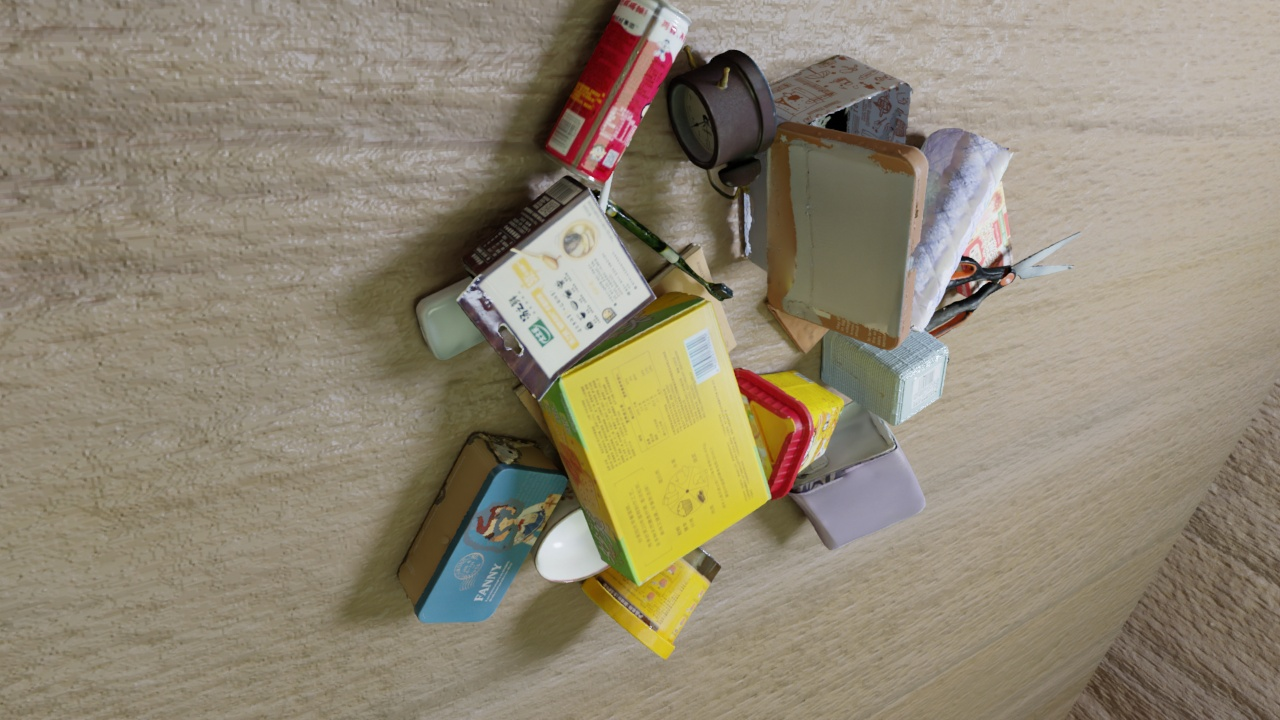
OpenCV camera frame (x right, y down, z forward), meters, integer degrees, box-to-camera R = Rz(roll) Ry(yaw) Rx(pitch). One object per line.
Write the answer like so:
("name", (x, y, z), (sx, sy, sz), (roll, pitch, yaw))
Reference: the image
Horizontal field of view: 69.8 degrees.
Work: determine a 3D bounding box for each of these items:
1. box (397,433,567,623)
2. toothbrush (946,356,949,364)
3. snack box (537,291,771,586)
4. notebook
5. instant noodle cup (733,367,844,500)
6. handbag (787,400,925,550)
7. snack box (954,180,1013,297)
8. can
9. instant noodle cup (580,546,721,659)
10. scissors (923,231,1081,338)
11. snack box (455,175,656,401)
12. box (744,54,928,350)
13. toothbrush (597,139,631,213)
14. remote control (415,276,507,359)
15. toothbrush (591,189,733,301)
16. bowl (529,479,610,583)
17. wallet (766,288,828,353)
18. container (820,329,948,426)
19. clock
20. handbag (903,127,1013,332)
("box", (-0.145, 0.156, 0.819), (0.089, 0.060, 0.184), (13, 110, -45))
("toothbrush", (0.332, 0.045, 1.181), (0.181, 0.015, 0.018), (-35, 144, -14))
("snack box", (0.011, 0.066, 0.803), (0.157, 0.070, 0.210), (-29, 114, -23))
("notebook", (-0.005, 0.005, 0.861), (0.211, 0.012, 0.149), (-39, 140, -10))
("instant noodle cup", (0.144, 0.068, 0.971), (0.123, 0.116, 0.116), (-15, 130, -48))
("handbag", (0.254, 0.143, 1.126), (0.145, 0.098, 0.197), (-33, 141, 6))
("snack box", (0.401, -0.142, 1.087), (0.075, 0.025, 0.153), (-44, 139, -6))
("can", (-0.017, -0.196, 0.660), (0.053, 0.053, 0.133), (17, 109, -47))
("instant noodle cup", (0.016, 0.236, 0.984), (0.114, 0.118, 0.118), (-51, 140, -9))
("scissors", (0.415, -0.096, 1.090), (0.222, 0.021, 0.210), (-43, 136, 22))
("snack box", (-0.066, -0.054, 0.689), (0.125, 0.053, 0.113), (-39, 127, -6))
("box", (0.185, -0.133, 0.777), (0.156, 0.193, 0.183), (-29, 136, -23))
("toothbrush", (-0.033, -0.104, 0.723), (0.016, 0.016, 0.180), (2, 112, -34))
("remote control", (-0.109, -0.050, 0.719), (0.135, 0.020, 0.056), (-30, 136, -21))
("toothbrush", (0.023, -0.095, 0.786), (0.185, 0.017, 0.012), (32, 66, -42))
("bowl", (-0.060, 0.154, 0.883), (0.113, 0.062, 0.114), (-20, 136, -21))
("wallet", (0.188, -0.067, 0.968), (0.101, 0.020, 0.115), (-47, 142, 1))
("container", (0.274, 0.004, 1.024), (0.090, 0.111, 0.090), (-29, 136, -22))
("clock", (0.064, -0.183, 0.720), (0.055, 0.082, 0.122), (-26, 134, -17))
("handbag", (0.283, -0.129, 0.912), (0.075, 0.134, 0.194), (21, 102, -2))
